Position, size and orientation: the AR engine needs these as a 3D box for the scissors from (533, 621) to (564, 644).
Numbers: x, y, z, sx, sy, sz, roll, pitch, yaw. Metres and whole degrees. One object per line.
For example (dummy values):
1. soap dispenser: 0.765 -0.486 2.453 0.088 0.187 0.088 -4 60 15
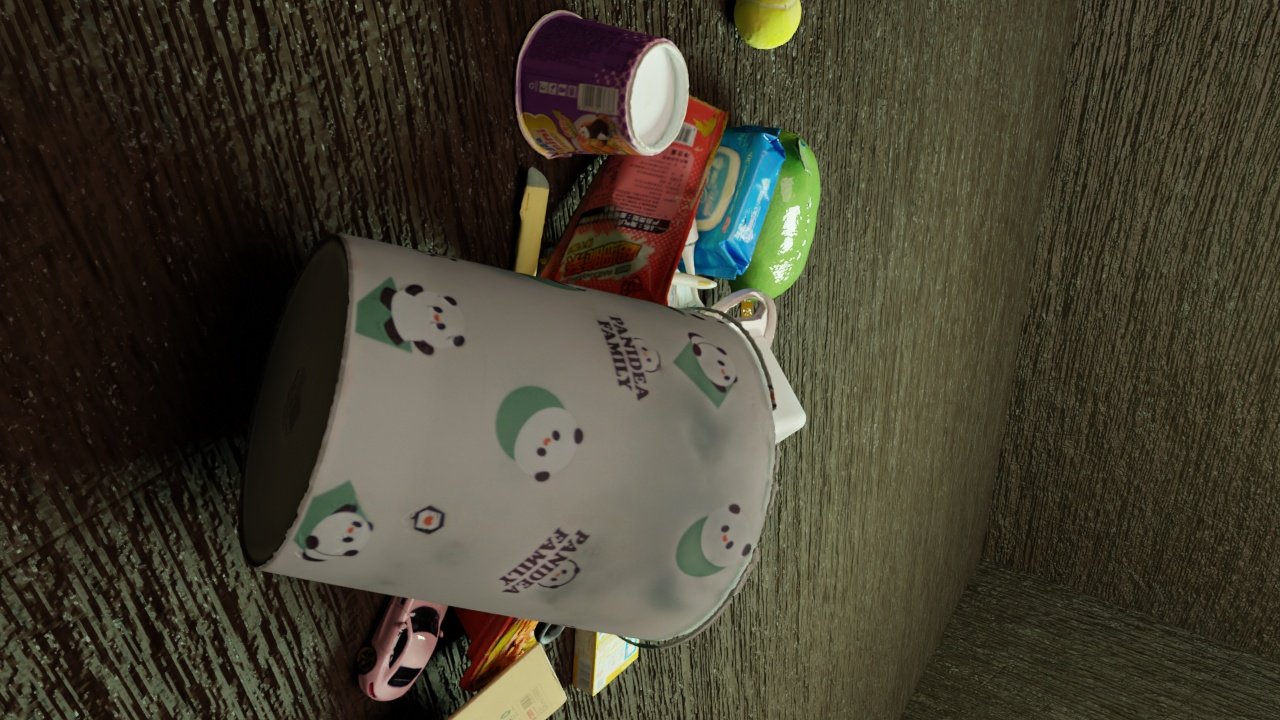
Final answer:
1. scissors: -0.027 0.159 0.717 0.174 0.014 0.159 -43 157 -8

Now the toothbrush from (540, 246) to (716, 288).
1. toothbrush: -0.005 -0.081 0.812 0.191 0.016 0.018 4 91 -36

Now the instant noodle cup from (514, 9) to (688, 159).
1. instant noodle cup: -0.024 -0.205 0.699 0.111 0.099 0.112 -34 132 -49

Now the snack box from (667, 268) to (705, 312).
1. snack box: 0.034 -0.035 0.912 0.157 0.027 0.084 42 52 -63

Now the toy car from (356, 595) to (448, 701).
1. toy car: -0.178 0.207 0.719 0.056 0.037 0.122 41 68 -59

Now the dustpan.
1. dustpan: 0.053 0.056 0.967 0.274 0.138 0.222 -37 164 29

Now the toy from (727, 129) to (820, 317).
1. toy: 0.140 -0.141 0.992 0.226 0.090 0.247 -47 151 -41

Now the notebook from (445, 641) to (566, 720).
1. notebook: -0.153 0.331 0.768 0.207 0.008 0.148 -37 148 -20

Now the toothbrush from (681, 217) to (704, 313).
1. toothbrush: 0.036 -0.139 0.851 0.026 0.027 0.221 -25 114 -35

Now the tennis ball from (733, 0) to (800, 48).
1. tennis ball: 0.124 -0.341 0.901 0.065 0.065 0.065 -33 131 -47

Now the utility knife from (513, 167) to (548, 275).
1. utility knife: -0.093 -0.071 0.734 0.030 0.018 0.165 -9 111 -52

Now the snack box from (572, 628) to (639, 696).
1. snack box: -0.034 0.281 0.994 0.086 0.034 0.140 -24 126 -52

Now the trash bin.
1. trash bin: -0.086 0.047 0.554 0.251 0.230 0.229 16 92 -31

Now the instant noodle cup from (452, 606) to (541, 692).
1. instant noodle cup: -0.083 0.182 0.782 0.164 0.079 0.189 -20 147 -53

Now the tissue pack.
1. tissue pack: 0.077 -0.156 0.891 0.052 0.095 0.157 19 89 -47

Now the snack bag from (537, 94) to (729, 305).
1. snack bag: -0.005 -0.121 0.738 0.073 0.129 0.207 49 55 -47
